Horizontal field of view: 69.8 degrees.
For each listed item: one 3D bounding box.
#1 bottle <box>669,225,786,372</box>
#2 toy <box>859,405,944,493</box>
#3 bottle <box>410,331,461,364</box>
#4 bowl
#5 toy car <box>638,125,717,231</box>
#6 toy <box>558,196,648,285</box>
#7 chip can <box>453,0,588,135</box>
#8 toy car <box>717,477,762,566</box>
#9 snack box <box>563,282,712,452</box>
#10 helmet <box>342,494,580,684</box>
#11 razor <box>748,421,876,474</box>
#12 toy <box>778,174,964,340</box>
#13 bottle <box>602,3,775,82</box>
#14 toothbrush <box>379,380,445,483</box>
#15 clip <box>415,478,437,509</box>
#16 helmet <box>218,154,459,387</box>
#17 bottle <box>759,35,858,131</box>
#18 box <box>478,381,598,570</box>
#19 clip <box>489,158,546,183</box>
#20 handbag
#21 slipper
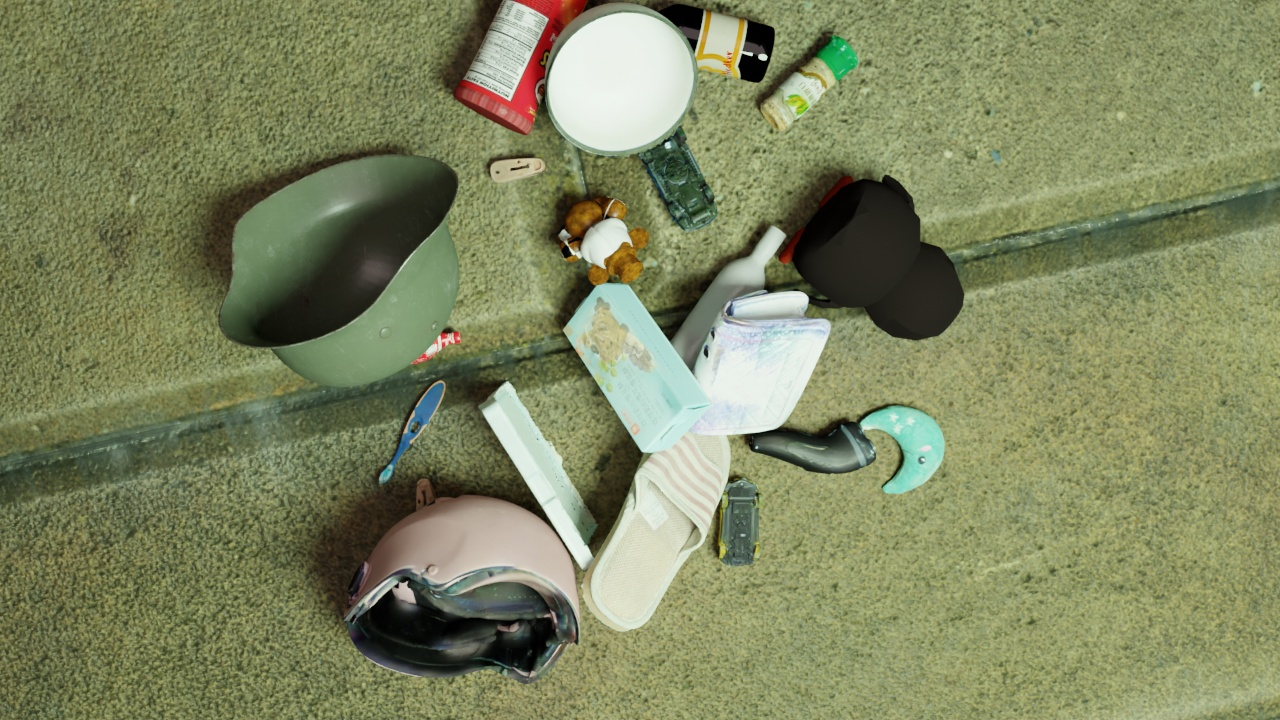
[{"bbox_3d":[0.094,-0.062,1.004,0.052,0.052,0.195,35,94,-8],"label":"bottle"},{"bbox_3d":[0.306,0.100,1.054,0.085,0.033,0.105,-20,100,10],"label":"toy"},{"bbox_3d":[-0.265,-0.014,0.991,0.141,0.042,0.042,-9,98,-3],"label":"bottle"},{"bbox_3d":[-0.025,-0.289,0.920,0.153,0.072,0.154,-9,136,-9],"label":"bowl"},{"bbox_3d":[0.038,-0.196,0.987,0.056,0.043,0.120,-28,96,0],"label":"toy car"},{"bbox_3d":[-0.039,-0.124,0.958,0.087,0.067,0.112,-42,64,2],"label":"toy"},{"bbox_3d":[-0.107,-0.346,0.935,0.087,0.087,0.213,26,94,-7],"label":"chip can"},{"bbox_3d":[0.113,0.186,1.051,0.049,0.030,0.107,2,100,-3],"label":"toy car"},{"bbox_3d":[-0.006,0.006,0.955,0.075,0.053,0.174,-50,62,32],"label":"snack box"},{"bbox_3d":[-0.185,0.234,0.957,0.230,0.152,0.256,22,132,-27],"label":"helmet"},{"bbox_3d":[0.194,0.094,1.034,0.140,0.053,0.063,9,85,-4],"label":"razor"},{"bbox_3d":[0.262,-0.095,0.967,0.184,0.140,0.159,38,94,-8],"label":"toy"},{"bbox_3d":[0.046,-0.340,0.959,0.181,0.059,0.059,12,97,-5],"label":"bottle"},{"bbox_3d":[-0.254,0.080,1.018,0.021,0.017,0.135,31,95,-10],"label":"toothbrush"},{"bbox_3d":[-0.239,0.160,1.030,0.026,0.049,0.061,-15,140,-4],"label":"clip"},{"bbox_3d":[-0.278,-0.067,0.904,0.227,0.266,0.154,11,135,25],"label":"helmet"},{"bbox_3d":[0.180,-0.297,0.984,0.111,0.043,0.043,-42,98,3],"label":"bottle"},{"bbox_3d":[-0.107,0.121,0.973,0.044,0.136,0.197,-30,99,2],"label":"box"},{"bbox_3d":[-0.130,-0.204,0.981,0.060,0.050,0.026,-10,100,-31],"label":"clip"},{"bbox_3d":[0.111,0.002,0.965,0.126,0.069,0.159,-4,134,-26],"label":"handbag"},{"bbox_3d":[0.027,0.157,0.960,0.115,0.052,0.262,42,56,-17],"label":"slipper"}]
